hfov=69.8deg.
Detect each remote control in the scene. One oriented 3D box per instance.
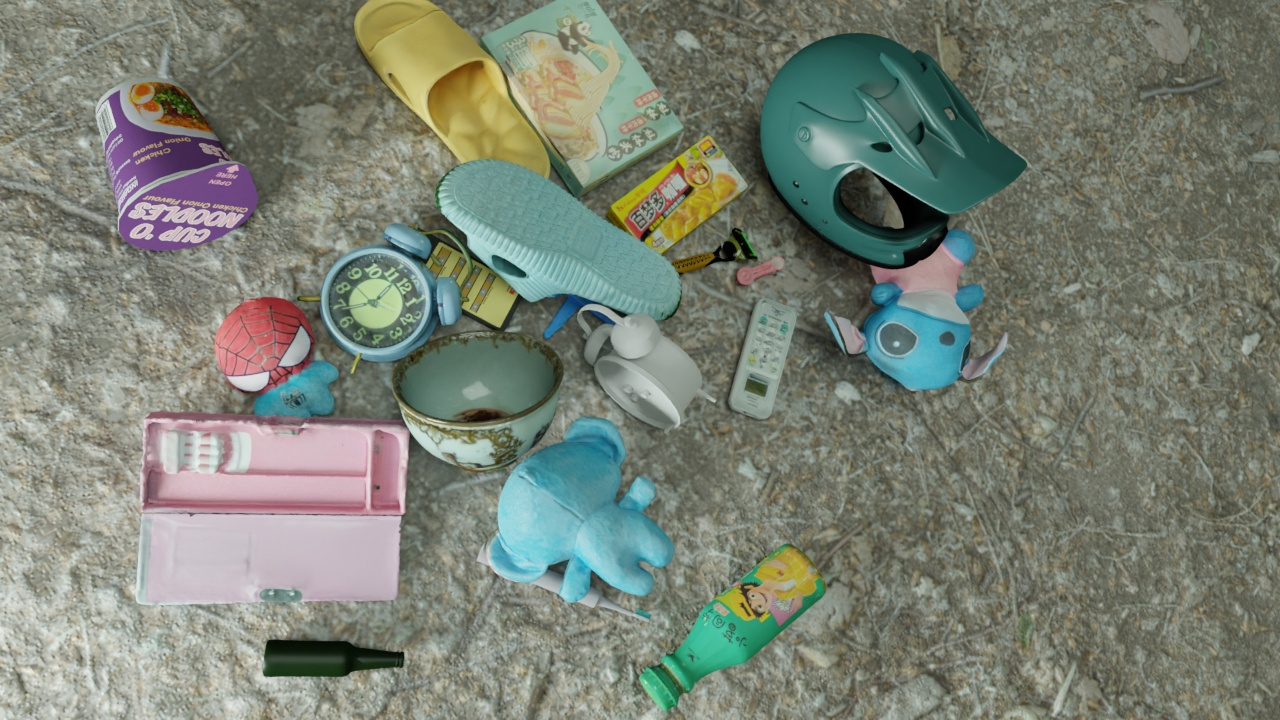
[{"bbox_3d":[0.135,-0.002,1.020,0.050,0.022,0.133,20,75,-12],"label":"remote control"},{"bbox_3d":[-0.188,-0.083,0.948,0.133,0.013,0.058,28,74,-9],"label":"remote control"}]

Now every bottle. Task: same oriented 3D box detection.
[{"bbox_3d":[-0.281,0.275,0.847,0.123,0.033,0.033,6,78,-15],"label":"bottle"},{"bbox_3d":[0.093,0.273,0.934,0.209,0.068,0.068,-34,90,-19],"label":"bottle"}]

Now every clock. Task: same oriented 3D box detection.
[{"bbox_3d":[-0.006,0.005,0.933,0.159,0.120,0.061,44,66,-16],"label":"clock"},{"bbox_3d":[-0.240,-0.067,0.896,0.162,0.060,0.118,-38,97,-8],"label":"clock"}]

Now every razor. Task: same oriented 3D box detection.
[{"bbox_3d":[0.060,-0.110,1.019,0.144,0.021,0.044,-19,68,-19],"label":"razor"}]

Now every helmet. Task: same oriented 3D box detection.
[{"bbox_3d":[0.251,-0.227,0.965,0.176,0.201,0.275,-34,70,-21],"label":"helmet"}]

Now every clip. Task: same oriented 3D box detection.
[{"bbox_3d":[0.136,-0.102,1.043,0.060,0.045,0.023,-24,83,16],"label":"clip"}]

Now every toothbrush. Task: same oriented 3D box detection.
[{"bbox_3d":[-0.074,0.227,0.921,0.188,0.018,0.019,25,76,-10],"label":"toothbrush"}]

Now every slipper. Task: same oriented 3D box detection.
[{"bbox_3d":[-0.083,-0.114,0.946,0.276,0.070,0.115,27,56,-16],"label":"slipper"},{"bbox_3d":[-0.187,-0.281,0.951,0.099,0.078,0.263,-40,95,-19],"label":"slipper"}]

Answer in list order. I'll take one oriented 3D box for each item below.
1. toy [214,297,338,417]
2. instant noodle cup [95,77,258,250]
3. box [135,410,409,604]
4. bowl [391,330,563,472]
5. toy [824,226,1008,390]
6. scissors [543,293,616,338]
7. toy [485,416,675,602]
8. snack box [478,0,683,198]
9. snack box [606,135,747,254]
[{"bbox_3d":[-0.343,0.004,0.865,0.092,0.062,0.133,-31,104,-4],"label":"toy"},{"bbox_3d":[-0.433,-0.191,0.847,0.137,0.121,0.122,-34,77,25],"label":"instant noodle cup"},{"bbox_3d":[-0.338,0.137,0.855,0.232,0.040,0.179,5,95,-16],"label":"box"},{"bbox_3d":[-0.152,0.050,0.881,0.159,0.160,0.094,-10,124,-17],"label":"bowl"},{"bbox_3d":[0.306,-0.062,1.043,0.224,0.099,0.191,7,72,-12],"label":"toy"},{"bbox_3d":[-0.065,-0.072,0.981,0.126,0.013,0.125,38,71,-2],"label":"scissors"},{"bbox_3d":[-0.050,0.156,0.896,0.181,0.115,0.183,32,77,14],"label":"toy"},{"bbox_3d":[-0.065,-0.294,1.005,0.141,0.044,0.193,-35,90,-20],"label":"snack box"},{"bbox_3d":[0.042,-0.179,1.024,0.152,0.025,0.075,-39,92,-19],"label":"snack box"}]
